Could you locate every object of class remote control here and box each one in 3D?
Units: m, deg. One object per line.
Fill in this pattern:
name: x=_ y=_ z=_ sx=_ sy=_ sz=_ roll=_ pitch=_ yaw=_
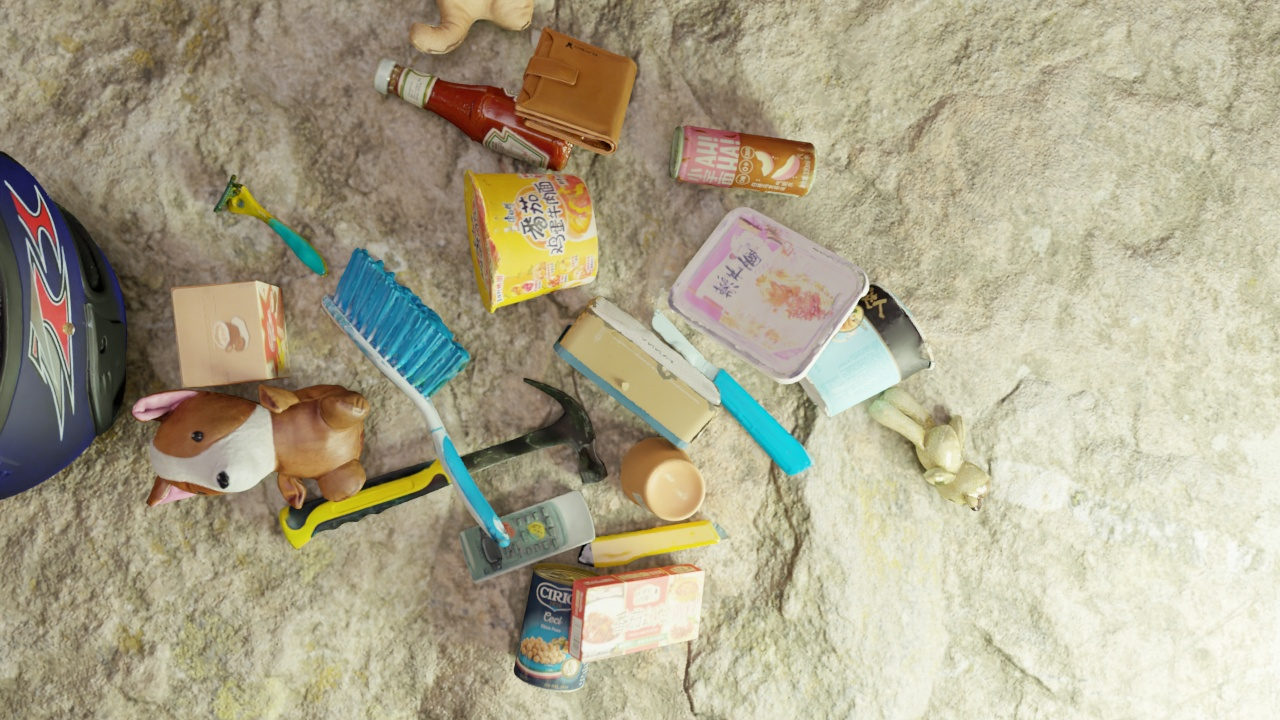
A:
remote control: x=-0.116 y=0.180 z=0.943 sx=0.135 sy=0.019 sz=0.056 roll=-19 pitch=76 yaw=-6

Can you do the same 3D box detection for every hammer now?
hammer: x=-0.204 y=0.112 z=0.933 sx=0.323 sy=0.032 sz=0.126 roll=-18 pitch=92 yaw=-6

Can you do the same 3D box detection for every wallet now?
wallet: x=-0.063 y=-0.271 z=0.916 sx=0.108 sy=0.031 sz=0.131 roll=19 pitch=52 yaw=-9

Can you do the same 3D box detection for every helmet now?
helmet: x=-0.568 y=-0.038 z=0.778 sx=0.247 sy=0.240 sz=0.316 roll=11 pitch=100 yaw=-6

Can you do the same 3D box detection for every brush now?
brush: x=-0.203 y=0.033 z=0.899 sx=0.109 sy=0.060 sz=0.314 roll=-45 pitch=82 yaw=2

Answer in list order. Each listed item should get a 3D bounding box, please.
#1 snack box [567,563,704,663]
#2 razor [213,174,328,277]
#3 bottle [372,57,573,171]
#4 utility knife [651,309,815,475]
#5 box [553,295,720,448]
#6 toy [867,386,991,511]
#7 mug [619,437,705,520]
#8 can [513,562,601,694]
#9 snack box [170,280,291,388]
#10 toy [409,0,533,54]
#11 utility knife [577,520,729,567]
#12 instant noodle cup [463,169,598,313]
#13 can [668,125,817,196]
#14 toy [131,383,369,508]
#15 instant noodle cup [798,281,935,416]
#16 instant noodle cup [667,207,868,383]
snack box: x=-0.002 y=0.251 z=0.921 sx=0.152 sy=0.025 sz=0.075 roll=2 pitch=96 yaw=-39
razor: x=-0.362 y=-0.128 z=0.914 sx=0.132 sy=0.028 sz=0.043 roll=39 pitch=109 yaw=-2
bottle: x=-0.165 y=-0.252 z=0.924 sx=0.206 sy=0.060 sz=0.059 roll=20 pitch=88 yaw=-6
utility knife: x=0.095 y=0.034 z=0.975 sx=0.034 sy=0.018 sz=0.236 roll=-44 pitch=96 yaw=-3
box: x=-0.005 y=0.005 z=0.923 sx=0.184 sy=0.089 sz=0.061 roll=36 pitch=105 yaw=-3
toy: x=0.311 y=0.094 z=0.986 sx=0.157 sy=0.066 sz=0.104 roll=45 pitch=43 yaw=-1
mug: x=0.024 y=0.121 z=0.915 sx=0.078 sy=0.123 sz=0.078 roll=0 pitch=90 yaw=-6
can: x=-0.082 y=0.269 z=0.926 sx=0.075 sy=0.075 sz=0.111 roll=12 pitch=89 yaw=-7
snack box: x=-0.388 y=-0.024 z=0.878 sx=0.077 sy=0.094 sz=0.093 roll=-6 pitch=91 yaw=-7
toy: x=-0.150 y=-0.397 z=0.914 sx=0.226 sy=0.082 sz=0.143 roll=-38 pitch=84 yaw=-3
utility knife: x=0.013 y=0.193 z=0.967 sx=0.164 sy=0.015 sz=0.033 roll=-8 pitch=90 yaw=-7
instant noodle cup: x=-0.107 y=-0.122 z=0.898 sx=0.109 sy=0.138 sz=0.138 roll=-9 pitch=91 yaw=-15
can: x=0.106 y=-0.207 z=0.956 sx=0.147 sy=0.058 sz=0.058 roll=6 pitch=89 yaw=-7
toy: x=-0.357 y=0.082 z=0.854 sx=0.199 sy=0.130 sz=0.140 roll=1 pitch=112 yaw=-18
instant noodle cup: x=0.222 y=-0.004 z=0.952 sx=0.120 sy=0.111 sz=0.111 roll=-33 pitch=94 yaw=0
instant noodle cup: x=0.130 y=-0.060 z=0.928 sx=0.173 sy=0.060 sz=0.138 roll=35 pitch=85 yaw=31
